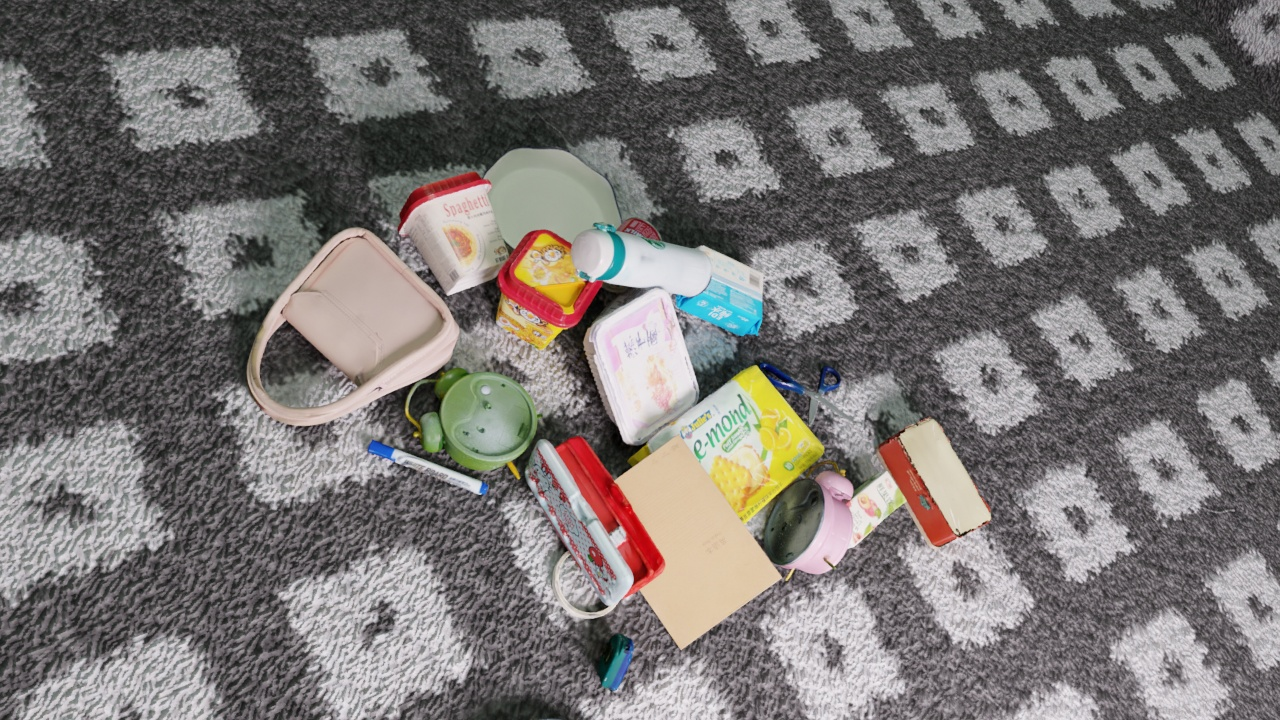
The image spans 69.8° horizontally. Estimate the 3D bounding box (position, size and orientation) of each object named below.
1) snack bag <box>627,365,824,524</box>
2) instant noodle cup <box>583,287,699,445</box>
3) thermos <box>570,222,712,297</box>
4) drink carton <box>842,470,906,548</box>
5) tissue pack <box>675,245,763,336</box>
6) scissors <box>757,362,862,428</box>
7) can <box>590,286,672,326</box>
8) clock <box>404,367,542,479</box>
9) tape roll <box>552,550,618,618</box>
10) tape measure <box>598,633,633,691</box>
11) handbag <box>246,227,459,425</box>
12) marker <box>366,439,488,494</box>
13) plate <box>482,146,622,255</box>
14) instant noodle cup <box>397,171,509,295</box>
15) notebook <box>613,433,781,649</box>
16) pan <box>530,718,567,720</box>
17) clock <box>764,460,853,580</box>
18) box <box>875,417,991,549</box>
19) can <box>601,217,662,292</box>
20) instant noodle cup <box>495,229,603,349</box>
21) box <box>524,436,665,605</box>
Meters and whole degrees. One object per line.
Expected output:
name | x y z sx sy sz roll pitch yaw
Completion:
snack bag | 0.117 0.125 1.201 0.245 0.068 0.158 -33 80 -32
instant noodle cup | -0.007 0.007 1.180 0.137 0.060 0.173 -32 113 -33
thermos | 0.003 -0.127 1.166 0.223 0.073 0.073 4 58 -52
drink carton | 0.301 0.205 1.250 0.122 0.046 0.053 -30 83 -32
tissue pack | 0.116 -0.097 1.319 0.140 0.063 0.089 21 55 -22
scissors | 0.246 0.044 1.300 0.174 0.012 0.162 33 35 24
can | -0.011 -0.071 1.258 0.058 0.058 0.146 39 55 0
clock | -0.203 0.070 1.103 0.161 0.056 0.115 24 56 -10
tape roll | -0.062 0.261 1.085 0.085 0.014 0.085 10 60 -18
tape measure | -0.029 0.337 1.034 0.025 0.054 0.058 26 89 -11
handbag | -0.352 -0.024 1.077 0.193 0.093 0.233 41 66 12
marker | -0.249 0.126 1.078 0.145 0.017 0.016 23 57 -10
plate | -0.127 -0.208 1.292 0.204 0.046 0.204 10 59 -18
instant noodle cup | -0.236 -0.161 1.187 0.116 0.117 0.124 -24 87 -31
notebook | 0.047 0.216 1.107 0.149 0.012 0.211 -36 80 2
pan | -0.167 0.453 0.899 0.357 0.078 0.197 9 60 -19
clock | 0.220 0.199 1.179 0.059 0.117 0.158 26 58 -20
box | 0.420 0.169 1.300 0.091 0.077 0.168 -18 72 -29
can | -0.020 -0.143 1.248 0.066 0.067 0.093 38 53 0
instant noodle cup | -0.126 -0.084 1.177 0.116 0.124 0.115 32 56 -5
box | -0.060 0.178 1.061 0.095 0.098 0.201 -33 70 -5
